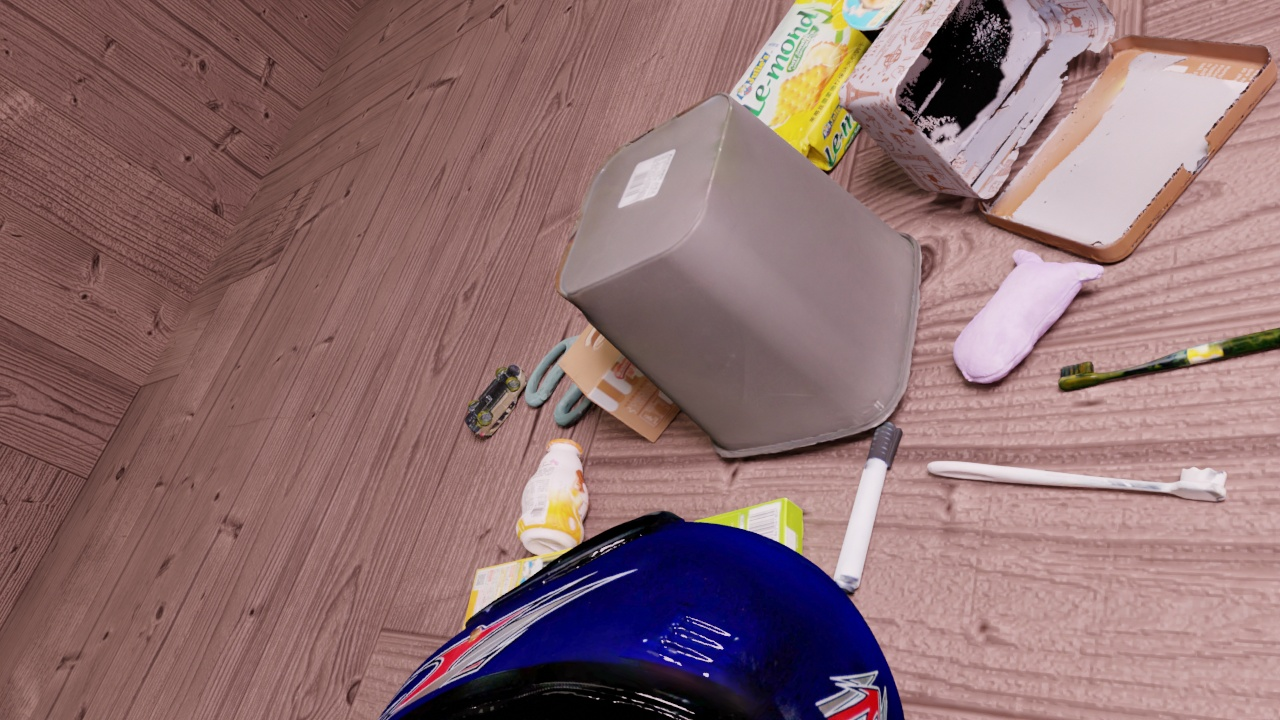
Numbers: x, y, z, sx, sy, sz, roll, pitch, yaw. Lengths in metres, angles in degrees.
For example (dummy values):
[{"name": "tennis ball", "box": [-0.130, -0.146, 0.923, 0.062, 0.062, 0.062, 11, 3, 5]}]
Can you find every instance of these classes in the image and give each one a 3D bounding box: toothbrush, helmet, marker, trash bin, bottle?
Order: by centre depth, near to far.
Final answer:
[{"name": "helmet", "box": [-0.003, 0.227, 0.539, 0.316, 0.247, 0.240, -27, -1, 21]}, {"name": "toothbrush", "box": [0.347, -0.009, 0.550, 0.186, 0.012, 0.017, -18, 37, 39]}, {"name": "toothbrush", "box": [0.263, 0.071, 0.573, 0.180, 0.016, 0.016, -2, 51, 47]}, {"name": "marker", "box": [0.163, 0.103, 0.655, 0.023, 0.018, 0.130, 1, 60, 39]}, {"name": "trash bin", "box": [0.073, -0.066, 0.717, 0.200, 0.219, 0.198, -19, 44, 44]}, {"name": "bottle", "box": [-0.079, 0.128, 0.865, 0.063, 0.063, 0.108, -23, 44, 34]}]

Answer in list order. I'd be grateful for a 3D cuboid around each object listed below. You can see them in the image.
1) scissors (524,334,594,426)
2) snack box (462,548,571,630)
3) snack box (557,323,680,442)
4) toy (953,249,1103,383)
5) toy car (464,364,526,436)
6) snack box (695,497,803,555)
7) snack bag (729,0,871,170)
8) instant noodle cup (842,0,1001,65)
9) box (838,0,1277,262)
[{"name": "scissors", "box": [-0.053, -0.001, 0.986, 0.179, 0.019, 0.161, -45, 35, 7]}, {"name": "snack box", "box": [-0.104, 0.226, 0.837, 0.141, 0.033, 0.086, -23, 45, 37]}, {"name": "snack box", "box": [-0.005, 0.005, 0.860, 0.093, 0.094, 0.077, -51, 35, 2]}, {"name": "toy", "box": [0.260, -0.031, 0.644, 0.108, 0.039, 0.084, -55, 21, 5]}, {"name": "toy car", "box": [-0.163, 0.045, 1.054, 0.090, 0.035, 0.042, -53, 37, -1]}, {"name": "snack box", "box": [0.054, 0.166, 0.715, 0.157, 0.026, 0.085, -23, 45, 34]}, {"name": "snack bag", "box": [0.183, -0.288, 0.923, 0.246, 0.068, 0.158, -55, 36, -3]}, {"name": "instant noodle cup", "box": [0.255, -0.293, 0.803, 0.111, 0.120, 0.111, -28, 44, 30]}, {"name": "box", "box": [0.284, -0.208, 0.664, 0.180, 0.157, 0.217, -51, 35, 2]}]
